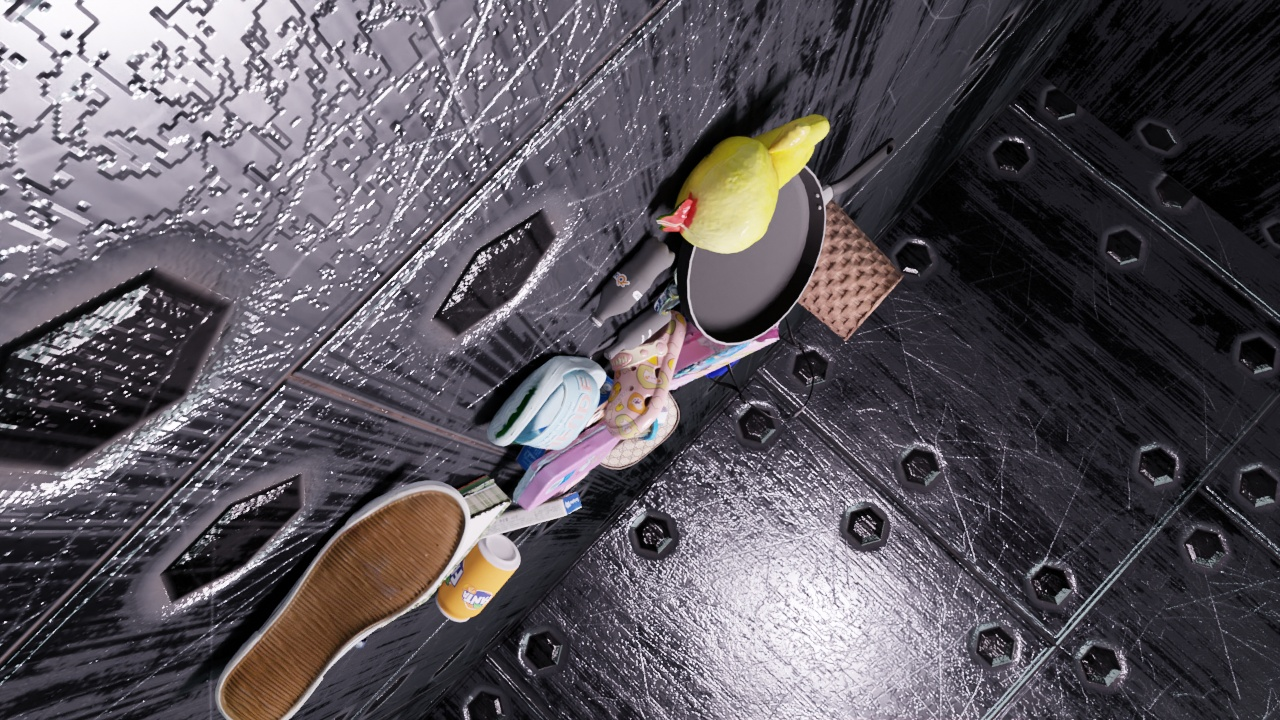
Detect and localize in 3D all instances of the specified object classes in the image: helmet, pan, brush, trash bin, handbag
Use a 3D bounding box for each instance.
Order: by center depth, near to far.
[{"bbox_3d":[0.178,-0.166,1.089,0.355,0.034,0.225,-40,136,-18],"label":"pan"},{"bbox_3d":[0.253,-0.147,1.284,0.151,0.210,0.151,-46,171,-10],"label":"trash bin"},{"bbox_3d":[0.001,0.074,1.287,0.136,0.075,0.055,-134,-124,-61],"label":"brush"},{"bbox_3d":[0.164,-0.023,1.346,0.147,0.227,0.242,-39,162,-18],"label":"helmet"},{"bbox_3d":[-0.027,0.091,1.395,0.166,0.063,0.138,-39,131,5],"label":"handbag"}]

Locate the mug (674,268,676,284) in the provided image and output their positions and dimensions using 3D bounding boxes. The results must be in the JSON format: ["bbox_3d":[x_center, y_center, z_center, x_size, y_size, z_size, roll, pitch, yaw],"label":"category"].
[{"bbox_3d":[0.095,-0.127,1.125,0.103,0.084,0.111,-38,139,-22],"label":"mug"}]

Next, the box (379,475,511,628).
[{"bbox_3d":[-0.256,0.236,1.139,0.206,0.050,0.117,-51,167,19],"label":"box"}]

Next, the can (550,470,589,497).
[{"bbox_3d":[-0.118,0.156,1.339,0.067,0.067,0.076,-52,169,29],"label":"can"}]

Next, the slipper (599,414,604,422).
[{"bbox_3d":[0.032,0.022,1.484,0.272,0.054,0.115,-35,166,-13],"label":"slipper"}]

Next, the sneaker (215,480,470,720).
[{"bbox_3d":[-0.281,0.226,0.904,0.294,0.120,0.127,-44,-167,0],"label":"sneaker"}]

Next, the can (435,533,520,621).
[{"bbox_3d":[-0.258,0.341,1.449,0.143,0.079,0.079,-50,169,21],"label":"can"}]

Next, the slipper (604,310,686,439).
[{"bbox_3d":[-0.007,0.007,1.204,0.093,0.081,0.196,-17,-136,52],"label":"slipper"}]

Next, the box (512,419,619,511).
[{"bbox_3d":[-0.095,0.137,1.245,0.076,0.036,0.213,-52,168,27],"label":"box"}]

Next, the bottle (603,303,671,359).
[{"bbox_3d":[-0.007,-0.034,1.162,0.112,0.030,0.030,-39,168,-37],"label":"bottle"}]

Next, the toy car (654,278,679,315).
[{"bbox_3d":[0.047,-0.089,1.176,0.089,0.027,0.039,-36,167,-40],"label":"toy car"}]

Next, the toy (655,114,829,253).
[{"bbox_3d":[0.108,-0.176,0.911,0.207,0.092,0.134,-45,173,-23],"label":"toy"}]

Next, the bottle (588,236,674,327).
[{"bbox_3d":[-0.012,-0.079,0.947,0.110,0.036,0.036,-47,170,2],"label":"bottle"}]

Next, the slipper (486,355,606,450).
[{"bbox_3d":[-0.087,0.050,1.036,0.104,0.074,0.245,-50,171,14],"label":"slipper"}]

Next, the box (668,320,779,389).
[{"bbox_3d":[0.083,-0.004,1.250,0.231,0.084,0.076,-28,-141,46],"label":"box"}]

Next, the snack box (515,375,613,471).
[{"bbox_3d":[-0.097,0.086,1.247,0.150,0.034,0.087,-36,166,-42],"label":"snack box"}]

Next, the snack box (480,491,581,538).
[{"bbox_3d":[-0.167,0.224,1.320,0.150,0.026,0.082,-17,175,10],"label":"snack box"}]
